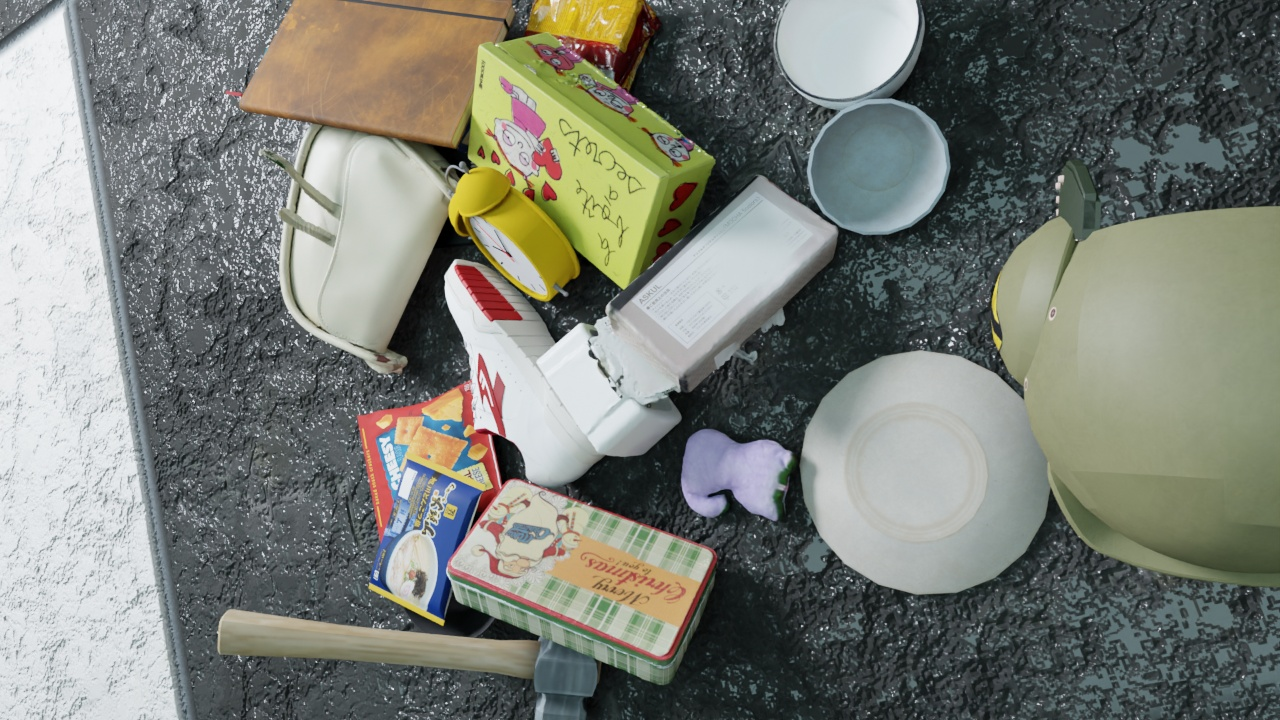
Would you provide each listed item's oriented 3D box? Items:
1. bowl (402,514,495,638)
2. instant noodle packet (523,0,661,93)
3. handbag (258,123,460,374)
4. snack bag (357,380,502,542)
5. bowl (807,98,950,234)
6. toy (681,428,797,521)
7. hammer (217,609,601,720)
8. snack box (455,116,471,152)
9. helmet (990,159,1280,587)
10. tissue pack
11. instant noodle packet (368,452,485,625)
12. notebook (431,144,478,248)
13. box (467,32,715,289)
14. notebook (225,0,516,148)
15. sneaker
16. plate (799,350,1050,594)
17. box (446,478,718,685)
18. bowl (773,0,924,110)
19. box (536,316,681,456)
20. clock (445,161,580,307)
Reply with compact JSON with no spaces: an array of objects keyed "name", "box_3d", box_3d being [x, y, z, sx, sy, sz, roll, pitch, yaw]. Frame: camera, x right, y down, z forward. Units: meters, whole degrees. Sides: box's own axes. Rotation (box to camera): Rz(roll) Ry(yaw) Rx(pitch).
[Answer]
[{"name":"bowl","box_3d":[-0.164,0.198,0.864,0.124,0.052,0.124,-2,85,25]},{"name":"instant noodle packet","box_3d":[-0.054,-0.295,0.862,0.135,0.039,0.098,19,95,28]},{"name":"handbag","box_3d":[-0.276,-0.123,0.894,0.184,0.131,0.229,28,100,20]},{"name":"snack bag","box_3d":[-0.205,0.098,0.898,0.144,0.039,0.130,-18,78,18]},{"name":"bowl","box_3d":[0.187,-0.156,0.722,0.106,0.039,0.106,7,119,12]},{"name":"toy","box_3d":[0.080,0.100,0.768,0.100,0.036,0.080,15,102,30]},{"name":"hammer","box_3d":[-0.195,0.249,0.791,0.323,0.051,0.117,7,100,-4]},{"name":"snack box","box_3d":[-0.238,-0.289,0.920,0.207,0.057,0.056,42,104,24]},{"name":"helmet","box_3d":[0.333,0.009,0.522,0.251,0.255,0.232,2,83,27]},{"name":"tissue pack","box_3d":[0.070,-0.056,0.745,0.104,0.071,0.181,41,70,20]},{"name":"instant noodle packet","box_3d":[-0.196,0.162,0.837,0.087,0.026,0.134,19,94,22]},{"name":"notebook","box_3d":[-0.226,-0.218,0.950,0.149,0.016,0.206,-1,85,26]},{"name":"box","box_3d":[-0.049,-0.177,0.800,0.221,0.082,0.125,45,140,22]},{"name":"notebook","box_3d":[-0.256,-0.298,0.881,0.249,0.014,0.178,13,71,16]},{"name":"sneaker","box_3d":[-0.127,0.018,0.850,0.104,0.090,0.236,-44,74,19]},{"name":"plate","box_3d":[0.213,0.086,0.710,0.189,0.027,0.188,-2,85,25]},{"name":"box","box_3d":[-0.048,0.178,0.766,0.206,0.050,0.117,19,49,17]},{"name":"bowl","box_3d":[0.171,-0.253,0.737,0.116,0.065,0.116,-2,84,25]},{"name":"box","box_3d":[0.000,0.002,0.778,0.130,0.103,0.110,-44,69,13]},{"name":"clock","box_3d":[-0.119,-0.115,0.825,0.152,0.114,0.052,46,74,-9]}]
